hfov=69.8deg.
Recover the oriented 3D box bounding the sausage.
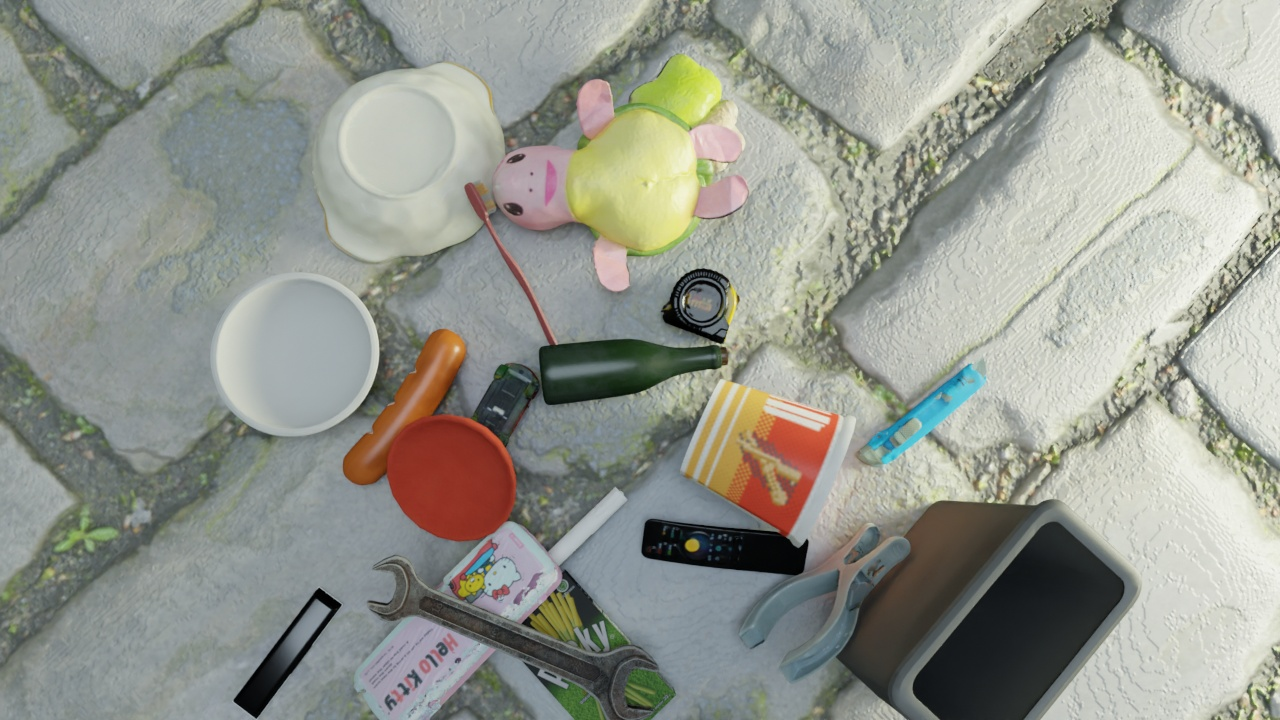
[{"bbox_3d":[-0.214,0.044,0.843,0.044,0.039,0.164,30,82,27],"label":"sausage"}]

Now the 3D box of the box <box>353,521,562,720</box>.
[{"bbox_3d":[-0.159,0.235,0.806,0.202,0.044,0.086,-45,59,-6],"label":"box"}]

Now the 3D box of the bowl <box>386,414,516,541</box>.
[{"bbox_3d":[-0.164,0.100,0.822,0.122,0.035,0.122,4,109,12],"label":"bowl"}]

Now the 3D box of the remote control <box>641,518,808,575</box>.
[{"bbox_3d":[0.078,0.171,0.847,0.152,0.020,0.041,6,107,-1],"label":"remote control"}]

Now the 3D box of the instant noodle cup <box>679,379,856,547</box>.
[{"bbox_3d":[0.109,0.083,0.816,0.121,0.123,0.123,24,82,8],"label":"instant noodle cup"}]

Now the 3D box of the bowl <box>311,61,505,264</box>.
[{"bbox_3d":[-0.222,-0.197,0.864,0.188,0.060,0.219,31,82,1],"label":"bowl"}]

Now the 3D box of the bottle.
[{"bbox_3d":[-0.005,0.005,0.850,0.174,0.055,0.055,-6,83,-4],"label":"bottle"}]

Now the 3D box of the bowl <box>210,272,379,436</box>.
[{"bbox_3d":[-0.311,-0.004,0.844,0.149,0.043,0.149,0,83,-2],"label":"bowl"}]

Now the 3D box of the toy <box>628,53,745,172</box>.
[{"bbox_3d":[0.049,-0.234,0.887,0.092,0.046,0.115,-44,93,-6],"label":"toy"}]

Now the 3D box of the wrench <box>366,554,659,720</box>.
[{"bbox_3d":[-0.105,0.238,0.781,0.273,0.010,0.070,27,87,-11],"label":"wrench"}]

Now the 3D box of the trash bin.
[{"bbox_3d":[0.261,0.208,0.751,0.097,0.220,0.191,43,83,3],"label":"trash bin"}]

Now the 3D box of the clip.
[{"bbox_3d":[0.152,0.206,0.832,0.171,0.143,0.029,-42,110,-22],"label":"clip"}]

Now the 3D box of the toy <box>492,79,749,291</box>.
[{"bbox_3d":[-0.020,-0.164,0.854,0.238,0.087,0.190,-8,105,1],"label":"toy"}]

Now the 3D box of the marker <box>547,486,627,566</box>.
[{"bbox_3d":[-0.065,0.168,0.844,0.133,0.020,0.017,-43,73,-7],"label":"marker"}]

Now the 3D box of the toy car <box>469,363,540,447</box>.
[{"bbox_3d":[-0.127,0.046,0.847,0.042,0.036,0.091,28,90,6],"label":"toy car"}]

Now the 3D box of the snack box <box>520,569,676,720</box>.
[{"bbox_3d":[-0.048,0.272,0.829,0.080,0.025,0.147,-43,86,-7],"label":"snack box"}]

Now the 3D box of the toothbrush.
[{"bbox_3d":[-0.115,-0.083,0.860,0.015,0.015,0.184,-33,101,-37],"label":"toothbrush"}]

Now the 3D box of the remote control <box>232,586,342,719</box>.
[{"bbox_3d":[-0.318,0.263,0.826,0.028,0.012,0.124,36,83,2],"label":"remote control"}]

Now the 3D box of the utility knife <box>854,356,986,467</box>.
[{"bbox_3d":[0.273,0.051,0.876,0.158,0.015,0.031,-39,90,-8],"label":"utility knife"}]

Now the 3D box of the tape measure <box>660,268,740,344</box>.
[{"bbox_3d":[0.058,-0.055,0.870,0.067,0.038,0.062,20,91,3],"label":"tape measure"}]
